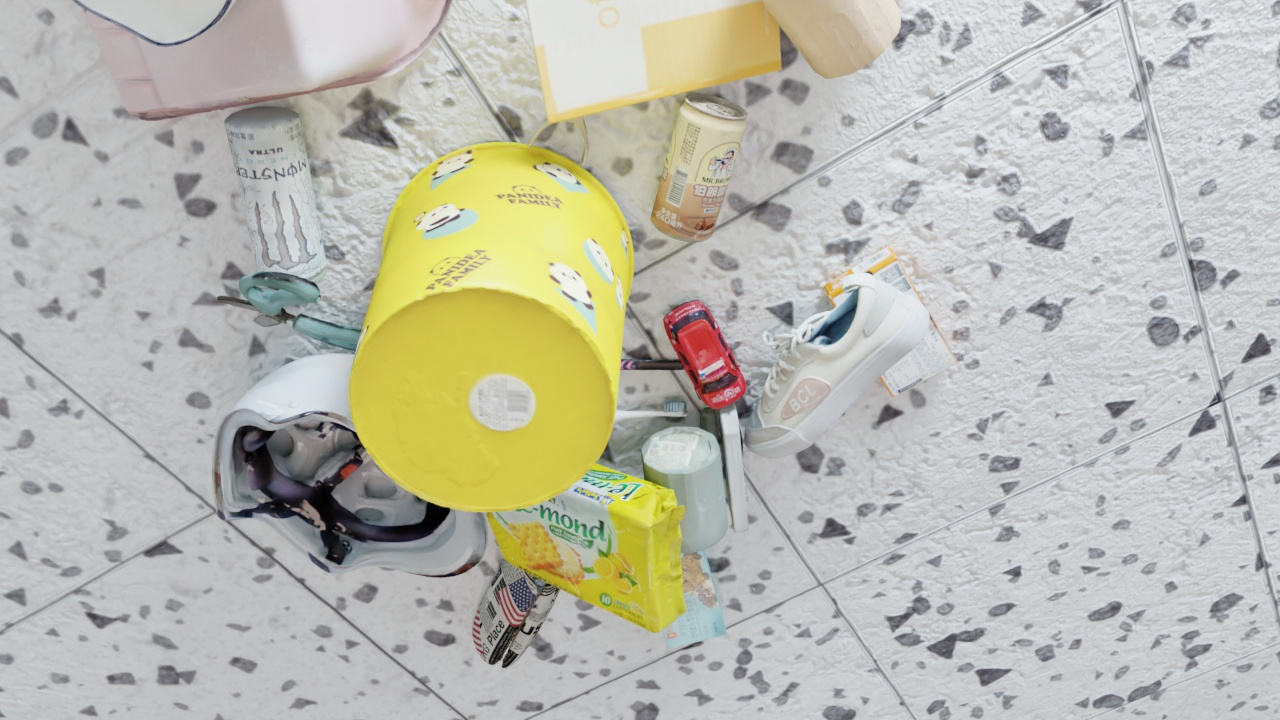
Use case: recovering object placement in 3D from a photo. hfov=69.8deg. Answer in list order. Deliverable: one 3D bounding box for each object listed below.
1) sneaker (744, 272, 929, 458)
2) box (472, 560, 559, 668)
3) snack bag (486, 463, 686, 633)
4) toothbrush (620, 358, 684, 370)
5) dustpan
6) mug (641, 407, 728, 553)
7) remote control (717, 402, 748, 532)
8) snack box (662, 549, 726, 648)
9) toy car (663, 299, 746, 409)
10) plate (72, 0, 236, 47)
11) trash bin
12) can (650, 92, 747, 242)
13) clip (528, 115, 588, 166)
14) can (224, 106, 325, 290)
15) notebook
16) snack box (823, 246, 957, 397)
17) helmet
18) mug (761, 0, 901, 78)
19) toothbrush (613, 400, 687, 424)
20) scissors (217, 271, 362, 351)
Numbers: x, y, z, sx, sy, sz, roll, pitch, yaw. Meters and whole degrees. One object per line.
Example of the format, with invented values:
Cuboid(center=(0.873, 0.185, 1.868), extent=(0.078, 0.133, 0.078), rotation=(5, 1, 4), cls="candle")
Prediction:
Cuboid(center=(0.160, 0.008, 0.885), extent=(0.090, 0.089, 0.243), rotation=(31, 130, -13), cls="sneaker")
Cuboid(center=(-0.153, 0.290, 1.074), extent=(0.087, 0.076, 0.163), rotation=(30, 120, 0), cls="box")
Cuboid(center=(-0.059, 0.169, 0.937), extent=(0.247, 0.068, 0.158), rotation=(16, 129, 30), cls="snack bag")
Cuboid(center=(-0.005, 0.005, 0.923), extent=(0.189, 0.017, 0.014), rotation=(1, 120, -9), cls="toothbrush")
Cuboid(center=(-0.288, -0.304, 0.694), extent=(0.274, 0.138, 0.223), rotation=(11, 127, 20), cls="dustpan")
Cuboid(center=(0.053, 0.120, 0.950), extent=(0.084, 0.123, 0.103), rotation=(9, 126, 25), cls="mug")
Cuboid(center=(0.100, 0.113, 0.980), extent=(0.021, 0.058, 0.150), rotation=(-8, 124, 1), cls="remote control")
Cuboid(center=(0.046, 0.258, 1.073), extent=(0.074, 0.051, 0.175), rotation=(-15, 123, 3), cls="snack box")
Cuboid(center=(0.065, -0.002, 0.904), extent=(0.053, 0.045, 0.120), rotation=(-29, 121, 5), cls="toy car")
Cuboid(center=(-0.326, -0.313, 0.586), extent=(0.205, 0.045, 0.205), rotation=(12, 127, 17), cls="plate")
Cuboid(center=(-0.114, -0.029, 0.735), extent=(0.229, 0.254, 0.230), rotation=(-1, 119, -2), cls="trash bin")
Cuboid(center=(0.049, -0.165, 0.791), extent=(0.058, 0.058, 0.116), rotation=(9, 121, -12), cls="can")
Cuboid(center=(-0.058, -0.216, 0.761), extent=(0.066, 0.034, 0.099), rotation=(19, 121, -19), cls="clip")
Cuboid(center=(-0.304, -0.135, 0.772), extent=(0.058, 0.058, 0.147), rotation=(-1, 123, -5), cls="can")
Cuboid(center=(0.013, -0.277, 0.714), extent=(0.206, 0.010, 0.146), rotation=(-16, 123, -12), cls="notebook")
Cuboid(center=(0.251, -0.035, 0.918), extent=(0.075, 0.026, 0.154), rotation=(-31, 121, 14), cls="snack box")
Cuboid(center=(-0.255, 0.088, 0.866), extent=(0.258, 0.145, 0.230), rotation=(24, 133, -16), cls="helmet")
Cuboid(center=(0.153, -0.298, 0.706), extent=(0.103, 0.084, 0.124), rotation=(41, 84, -36), cls="mug")
Cuboid(center=(-0.061, 0.060, 0.946), extent=(0.221, 0.027, 0.026), rotation=(-4, 89, -3), cls="toothbrush")
Cuboid(center=(-0.295, -0.043, 0.795), extent=(0.170, 0.019, 0.181), rotation=(15, 163, -1), cls="scissors")
